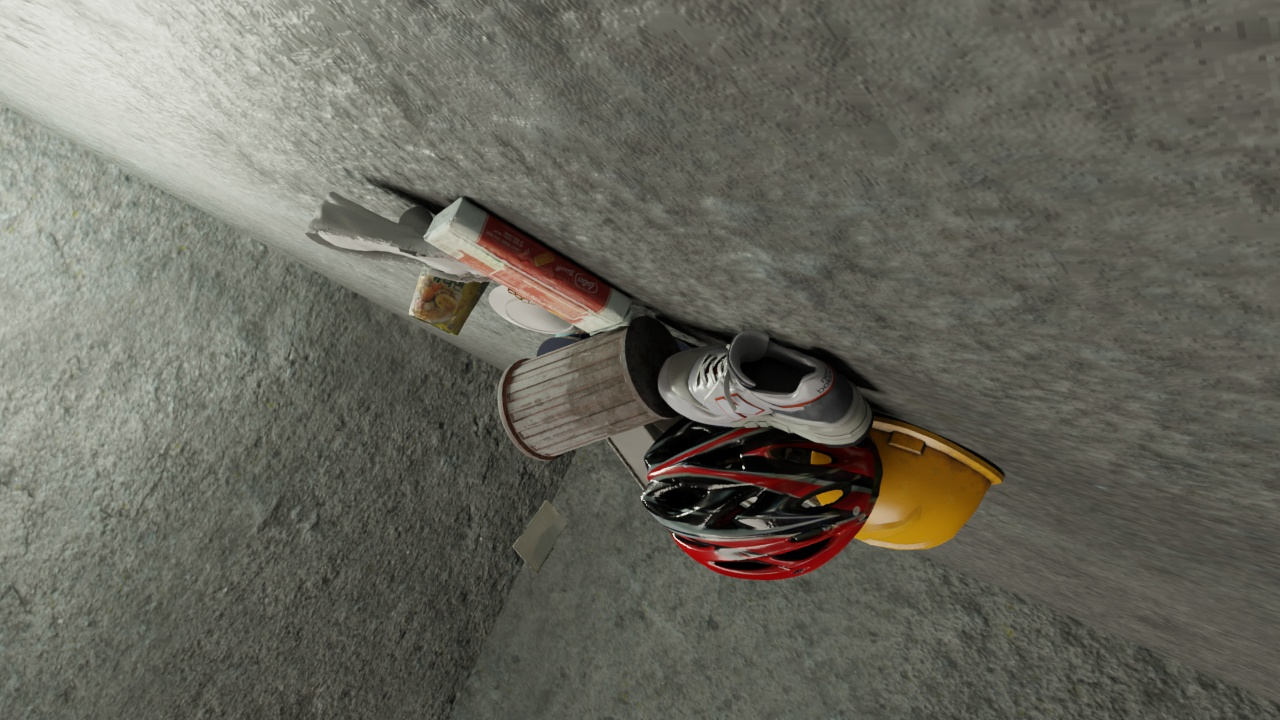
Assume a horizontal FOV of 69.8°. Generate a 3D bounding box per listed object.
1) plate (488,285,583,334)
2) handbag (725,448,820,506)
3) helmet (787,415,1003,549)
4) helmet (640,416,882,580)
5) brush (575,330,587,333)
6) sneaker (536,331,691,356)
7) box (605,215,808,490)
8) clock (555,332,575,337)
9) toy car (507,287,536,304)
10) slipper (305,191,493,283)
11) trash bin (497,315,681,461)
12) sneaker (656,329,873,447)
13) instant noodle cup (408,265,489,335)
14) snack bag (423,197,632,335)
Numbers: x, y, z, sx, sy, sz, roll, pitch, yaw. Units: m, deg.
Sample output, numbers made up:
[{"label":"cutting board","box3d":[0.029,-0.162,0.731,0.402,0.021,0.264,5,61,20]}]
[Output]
[{"label":"plate","box3d":[-0.126,-0.059,1.155,0.134,0.011,0.135,9,157,4]},{"label":"handbag","box3d":[0.166,0.122,1.241,0.096,0.141,0.198,-15,150,29]},{"label":"helmet","box3d":[0.282,0.150,1.081,0.205,0.131,0.256,31,170,-33]},{"label":"helmet","box3d":[0.130,0.131,1.024,0.273,0.217,0.167,-15,151,34]},{"label":"brush","box3d":[-0.101,0.009,1.304,0.045,0.143,0.008,19,178,-25]},{"label":"sneaker","box3d":[-0.009,0.007,1.217,0.233,0.091,0.118,1,-179,27]},{"label":"box","box3d":[0.120,0.007,1.251,0.171,0.405,0.168,41,-159,-2]},{"label":"clock","box3d":[-0.109,-0.012,1.540,0.090,0.053,0.124,25,173,5]},{"label":"toy car","box3d":[-0.133,-0.093,1.061,0.112,0.047,0.047,16,168,34]},{"label":"slipper","box3d":[-0.263,-0.140,1.049,0.247,0.074,0.112,16,-176,17]},{"label":"trash bin","box3d":[-0.063,0.037,1.097,0.212,0.130,0.130,-20,145,33]},{"label":"sneaker","box3d":[0.107,0.013,0.916,0.240,0.088,0.124,11,157,30]},{"label":"instant noodle cup","box3d":[-0.248,-0.095,1.189,0.102,0.108,0.102,23,175,2]},{"label":"snack bag","box3d":[-0.115,-0.095,0.976,0.225,0.041,0.078,28,156,-29]}]
